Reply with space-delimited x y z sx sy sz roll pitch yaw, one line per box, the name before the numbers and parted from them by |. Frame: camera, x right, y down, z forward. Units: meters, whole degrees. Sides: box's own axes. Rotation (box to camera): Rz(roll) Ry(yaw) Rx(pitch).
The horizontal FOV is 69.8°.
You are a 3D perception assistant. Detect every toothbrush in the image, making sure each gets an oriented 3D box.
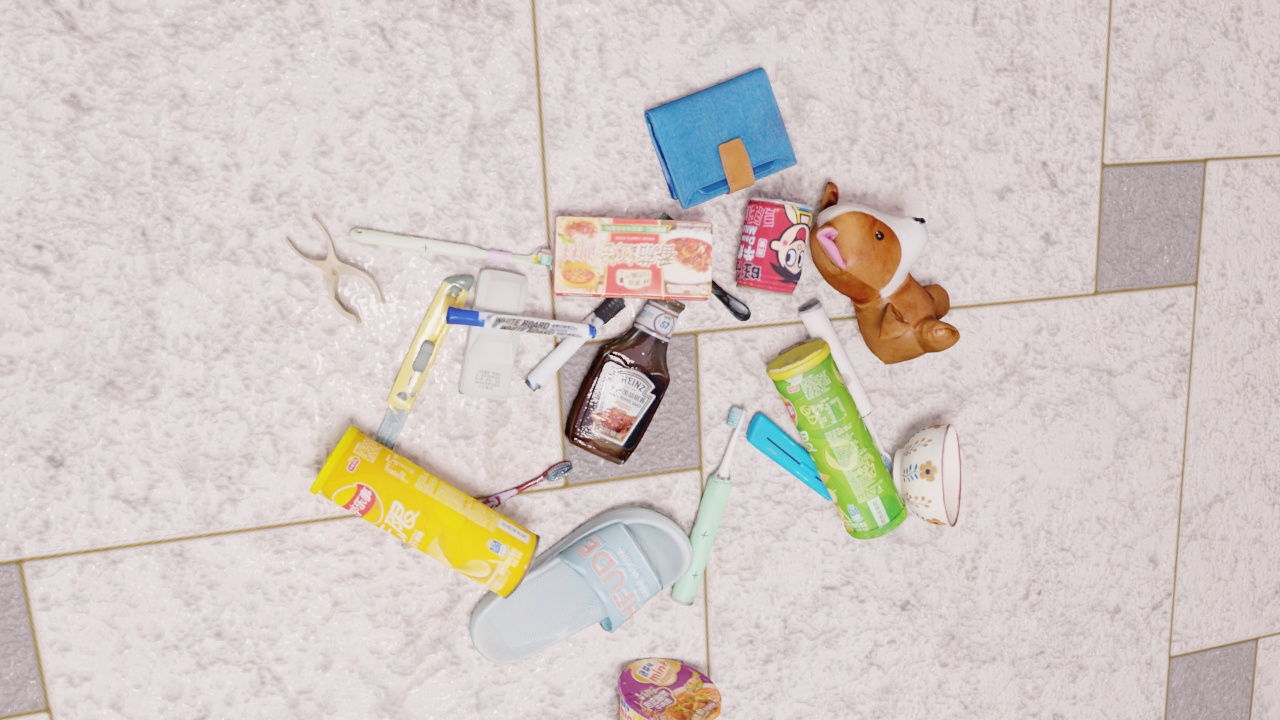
toothbrush | 0.231 0.033 1.007 0.027 0.026 0.221 -19 110 31
toothbrush | -0.153 0.147 0.924 0.187 0.017 0.016 -25 106 -10
toothbrush | -0.177 -0.108 0.870 0.189 0.029 0.020 6 139 -15
toothbrush | 0.077 0.157 0.987 0.027 0.026 0.224 18 96 3

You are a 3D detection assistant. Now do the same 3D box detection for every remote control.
remote control | -0.142 -0.025 0.892 0.049 0.024 0.125 9 99 -19

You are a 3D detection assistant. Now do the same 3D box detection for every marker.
marker | -0.065 -0.018 0.919 0.130 0.018 0.022 -46 118 -4
marker | -0.112 -0.035 0.877 0.145 0.017 0.017 6 98 -22

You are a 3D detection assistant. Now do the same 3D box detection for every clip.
clip | -0.267 -0.087 0.842 0.080 0.034 0.104 -25 98 -7

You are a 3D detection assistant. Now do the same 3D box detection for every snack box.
snack box | -0.007 -0.098 0.891 0.153 0.025 0.075 2 88 -2

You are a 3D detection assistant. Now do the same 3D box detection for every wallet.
wallet | 0.081 -0.220 0.913 0.133 0.040 0.106 -23 101 -10

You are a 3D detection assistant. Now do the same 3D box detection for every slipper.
slipper | -0.059 0.235 0.939 0.245 0.074 0.104 -28 105 -8

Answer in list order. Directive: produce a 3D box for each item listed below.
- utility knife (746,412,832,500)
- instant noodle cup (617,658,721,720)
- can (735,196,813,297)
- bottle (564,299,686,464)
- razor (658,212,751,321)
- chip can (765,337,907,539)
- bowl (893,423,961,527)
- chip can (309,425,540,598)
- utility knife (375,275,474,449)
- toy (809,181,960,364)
utility knife | 0.195 0.128 1.020 0.206 0.018 0.034 38 88 -20
instant noodle cup | 0.022 0.392 0.978 0.111 0.111 0.099 7 106 -17
can | 0.134 -0.114 0.931 0.066 0.066 0.094 8 98 -17
bottle | -0.005 0.005 0.927 0.080 0.044 0.195 26 92 -16
razor | 0.061 -0.089 0.938 0.142 0.022 0.042 40 82 -17
chip can | 0.212 0.087 0.979 0.072 0.072 0.221 -30 102 -9
bowl | 0.317 0.127 1.020 0.062 0.113 0.113 -3 105 27
chip can | -0.201 0.144 0.871 0.213 0.072 0.072 32 90 -13
utility knife | -0.212 0.003 0.885 0.031 0.020 0.195 25 97 -13
toy | 0.249 -0.090 0.942 0.131 0.139 0.199 -39 105 25
